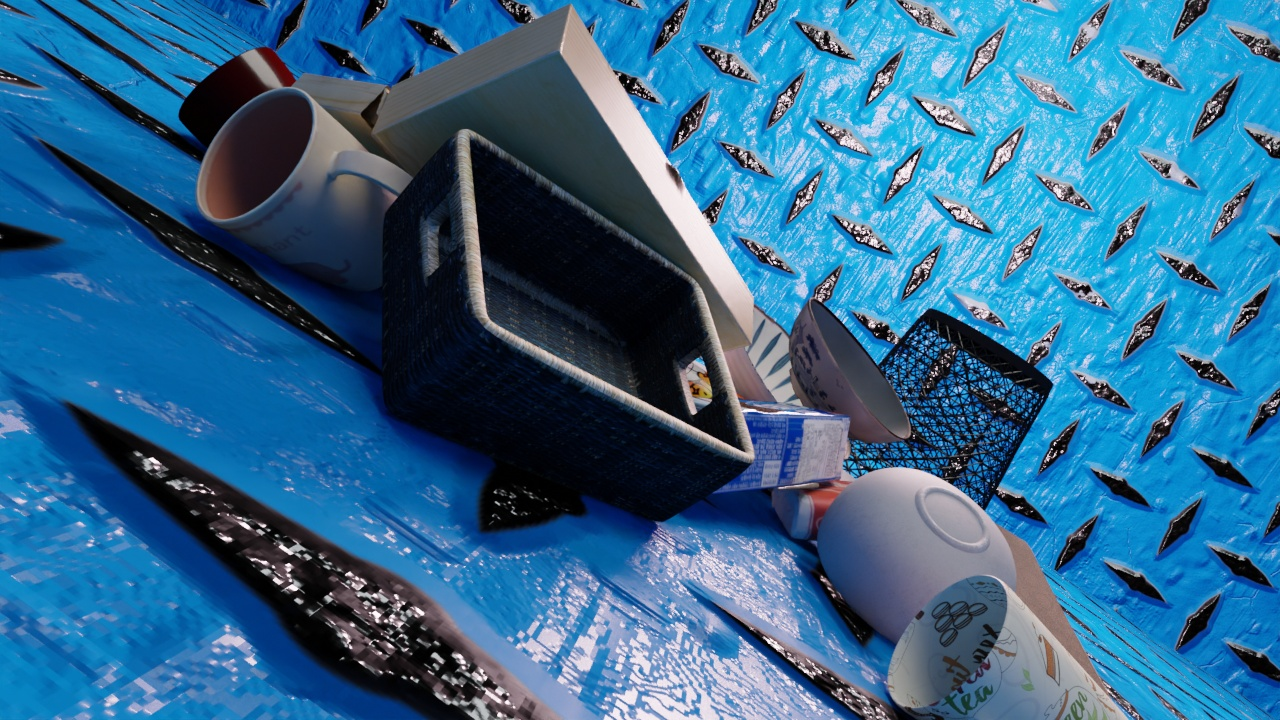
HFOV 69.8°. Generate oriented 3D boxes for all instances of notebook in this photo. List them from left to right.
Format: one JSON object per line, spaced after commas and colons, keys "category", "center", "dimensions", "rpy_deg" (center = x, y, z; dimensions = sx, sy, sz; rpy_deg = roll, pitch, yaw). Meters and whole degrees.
{"category": "notebook", "center": [0.280, 0.183, 0.770], "dimensions": [0.190, 0.035, 0.215], "rpy_deg": [32, 23, -11]}

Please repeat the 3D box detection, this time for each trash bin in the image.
{"category": "trash bin", "center": [0.332, 0.085, 1.065], "dimensions": [0.217, 0.243, 0.217], "rpy_deg": [33, 6, -4]}

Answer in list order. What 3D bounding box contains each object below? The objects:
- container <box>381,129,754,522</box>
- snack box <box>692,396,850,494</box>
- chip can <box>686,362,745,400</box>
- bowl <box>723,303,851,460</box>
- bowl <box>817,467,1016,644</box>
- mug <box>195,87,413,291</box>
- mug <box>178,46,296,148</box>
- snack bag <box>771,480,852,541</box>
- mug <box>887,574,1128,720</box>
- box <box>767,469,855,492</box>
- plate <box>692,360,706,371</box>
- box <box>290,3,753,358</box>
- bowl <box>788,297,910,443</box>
{"category": "container", "center": [-0.038, -0.012, 0.478], "dimensions": [0.187, 0.071, 0.145], "rpy_deg": [29, 34, -38]}
{"category": "snack box", "center": [0.082, 0.058, 0.652], "dimensions": [0.059, 0.059, 0.226], "rpy_deg": [10, 1, 34]}
{"category": "chip can", "center": [-0.005, 0.005, 0.798], "dimensions": [0.210, 0.062, 0.062], "rpy_deg": [35, 6, 16]}
{"category": "bowl", "center": [0.115, 0.033, 0.854], "dimensions": [0.177, 0.071, 0.177], "rpy_deg": [43, 24, -25]}
{"category": "bowl", "center": [0.192, 0.124, 0.613], "dimensions": [0.131, 0.065, 0.131], "rpy_deg": [18, 36, -14]}
{"category": "mug", "center": [-0.168, -0.089, 0.515], "dimensions": [0.112, 0.085, 0.104], "rpy_deg": [1, -22, 26]}
{"category": "mug", "center": [-0.287, -0.174, 0.710], "dimensions": [0.088, 0.087, 0.114], "rpy_deg": [50, -14, -11]}
{"category": "snack bag", "center": [0.167, 0.119, 0.722], "dimensions": [0.116, 0.036, 0.077], "rpy_deg": [7, 9, -4]}
{"category": "mug", "center": [0.184, 0.178, 0.443], "dimensions": [0.097, 0.081, 0.121], "rpy_deg": [40, 27, -4]}
{"category": "box", "center": [0.158, 0.124, 0.867], "dimensions": [0.148, 0.043, 0.216], "rpy_deg": [4, 25, -41]}
{"category": "plate", "center": [0.035, 0.016, 0.911], "dimensions": [0.173, 0.019, 0.172], "rpy_deg": [21, 17, -7]}
{"category": "box", "center": [-0.081, -0.089, 0.605], "dimensions": [0.261, 0.096, 0.247], "rpy_deg": [9, -31, 40]}
{"category": "bowl", "center": [0.172, 0.020, 0.814], "dimensions": [0.150, 0.057, 0.150], "rpy_deg": [42, 25, -25]}
